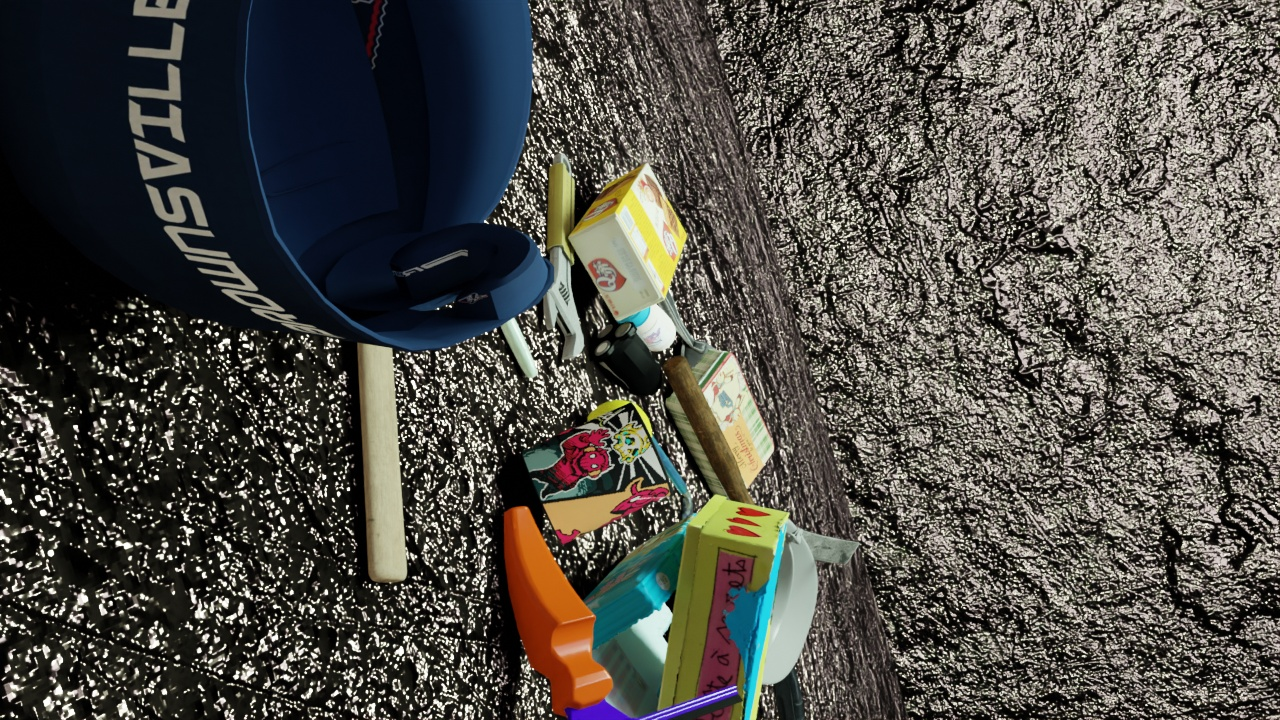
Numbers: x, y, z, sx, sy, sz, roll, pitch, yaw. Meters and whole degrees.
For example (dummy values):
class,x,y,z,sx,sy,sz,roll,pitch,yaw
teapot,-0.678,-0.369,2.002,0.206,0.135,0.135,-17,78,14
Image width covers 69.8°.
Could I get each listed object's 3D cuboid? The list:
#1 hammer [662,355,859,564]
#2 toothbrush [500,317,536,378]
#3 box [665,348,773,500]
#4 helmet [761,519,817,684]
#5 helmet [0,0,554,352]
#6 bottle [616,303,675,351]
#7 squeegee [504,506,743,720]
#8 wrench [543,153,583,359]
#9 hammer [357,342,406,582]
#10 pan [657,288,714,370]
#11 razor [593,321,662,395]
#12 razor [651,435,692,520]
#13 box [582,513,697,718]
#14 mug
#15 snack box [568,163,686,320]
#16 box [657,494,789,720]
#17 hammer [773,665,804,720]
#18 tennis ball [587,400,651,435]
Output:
class,x,y,z,sx,sy,sz,roll,pitch,yaw
hammer,0.126,0.122,1.122,0.037,0.218,0.301,-46,123,-32
toothbrush,-0.122,-0.053,0.781,0.155,0.015,0.022,68,-14,-18
box,0.116,0.091,1.275,0.117,0.049,0.206,-47,131,-27
helmet,0.110,0.270,1.080,0.271,0.118,0.183,50,57,-49
helmet,-0.142,-0.138,0.406,0.271,0.223,0.233,-48,142,-36
bottle,0.000,-0.052,1.115,0.146,0.051,0.051,38,39,-64
squeegee,-0.061,0.190,0.657,0.249,0.055,0.184,-1,56,-40
wrench,-0.082,-0.120,0.965,0.083,0.018,0.272,56,25,-47
hammer,-0.168,-0.028,0.583,0.119,0.031,0.330,36,41,-65
pan,0.070,-0.020,1.340,0.186,0.055,0.357,-67,143,-63
razor,-0.006,0.006,1.050,0.060,0.057,0.156,46,-2,37
razor,0.039,0.142,1.120,0.042,0.022,0.144,-86,154,-52
box,0.024,0.232,0.817,0.121,0.098,0.226,58,16,4
mug,-0.036,0.093,0.758,0.118,0.098,0.082,119,-53,-83
snack box,-0.007,-0.142,1.060,0.110,0.062,0.229,59,20,-18
box,0.069,0.236,0.784,0.124,0.081,0.221,-25,122,-73
hammer,0.197,0.424,1.253,0.025,0.118,0.333,7,73,-70
tennis ball,-0.022,0.072,0.902,0.065,0.065,0.065,-15,90,-74
